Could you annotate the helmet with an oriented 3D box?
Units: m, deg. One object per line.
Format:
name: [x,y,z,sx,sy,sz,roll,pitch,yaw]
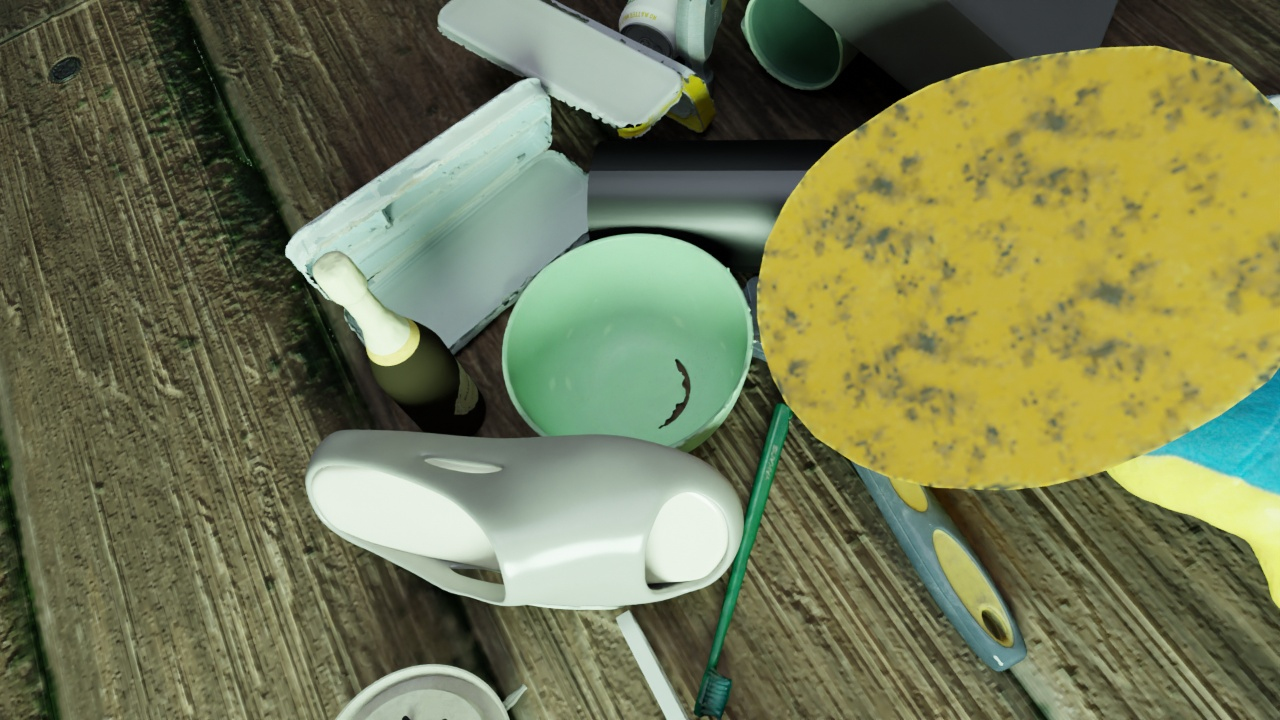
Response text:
helmet: [0.203,-0.041,0.492,0.256,0.131,0.205,-18,80,30]

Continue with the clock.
clock: [-0.114,0.237,0.469,0.103,0.061,0.156,0,48,10]

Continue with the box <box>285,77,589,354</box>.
box: [-0.114,-0.080,0.637,0.215,0.106,0.127,-38,86,-10]

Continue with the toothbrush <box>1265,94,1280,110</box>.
toothbrush: [0.324,-0.146,0.611,0.222,0.027,0.026,-13,28,3]

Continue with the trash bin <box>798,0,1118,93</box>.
trash bin: [0.202,-0.283,0.604,0.220,0.098,0.191,34,69,-14]

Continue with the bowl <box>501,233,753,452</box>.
bowl: [-0.003,0.003,0.566,0.151,0.077,0.150,-4,63,9]

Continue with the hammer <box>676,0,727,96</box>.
hammer: [0.096,-0.361,0.725,0.025,0.118,0.332,17,62,16]

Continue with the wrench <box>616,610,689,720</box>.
wrench: [0.055,0.241,0.447,0.018,0.087,0.273,-30,52,-6]

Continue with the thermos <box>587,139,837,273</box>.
thermos: [0.072,-0.100,0.600,0.199,0.086,0.086,2,64,12]

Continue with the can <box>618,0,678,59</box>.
can: [0.022,-0.283,0.720,0.055,0.055,0.101,16,67,18]

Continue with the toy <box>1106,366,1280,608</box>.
toy: [0.358,0.011,0.492,0.149,0.084,0.213,39,78,23]

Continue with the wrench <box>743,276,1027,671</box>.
wrench: [0.135,0.053,0.540,0.073,0.022,0.273,-19,62,-19]

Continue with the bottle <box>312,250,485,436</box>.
bottle: [-0.140,-0.006,0.535,0.045,0.185,0.045,-4,62,8]

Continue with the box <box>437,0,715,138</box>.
box: [-0.046,-0.228,0.681,0.210,0.057,0.117,36,34,24]

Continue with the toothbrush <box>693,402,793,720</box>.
toothbrush: [0.064,0.112,0.532,0.017,0.016,0.189,11,66,18]

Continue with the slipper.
slipper: [-0.081,0.098,0.504,0.266,0.113,0.080,6,33,16]

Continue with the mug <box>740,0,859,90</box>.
mug: [0.128,-0.266,0.685,0.111,0.084,0.103,12,55,47]
